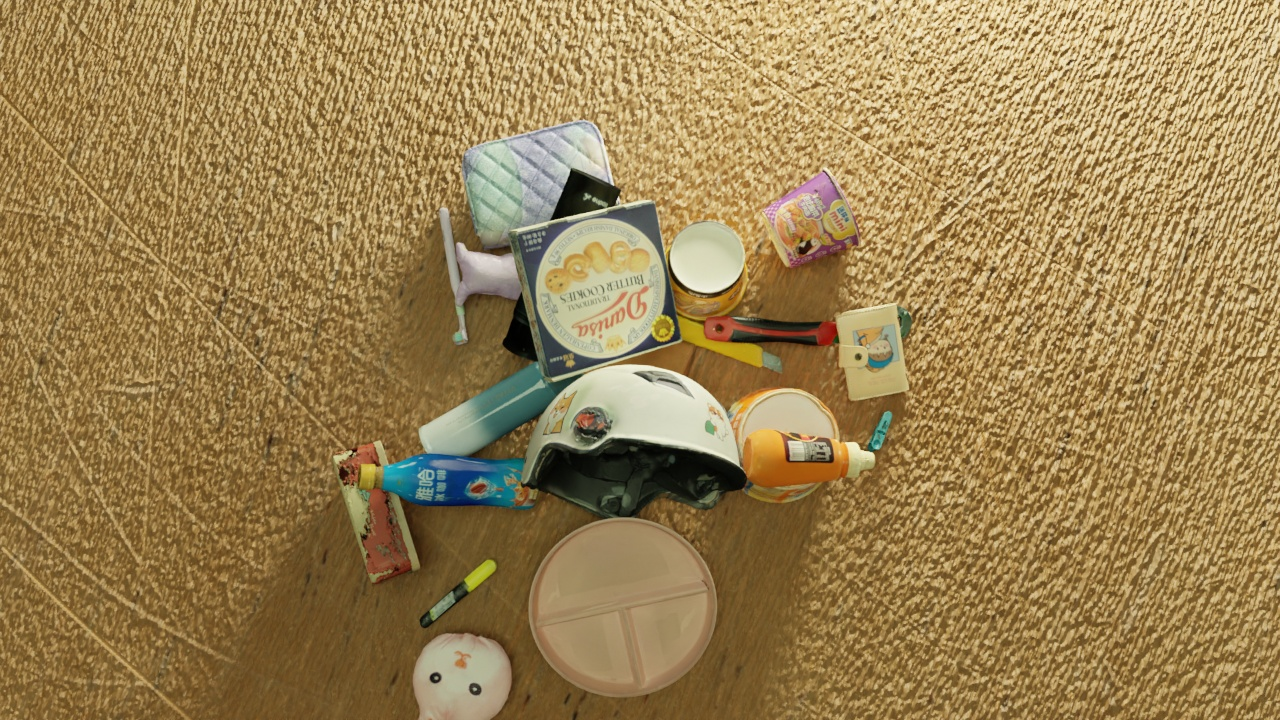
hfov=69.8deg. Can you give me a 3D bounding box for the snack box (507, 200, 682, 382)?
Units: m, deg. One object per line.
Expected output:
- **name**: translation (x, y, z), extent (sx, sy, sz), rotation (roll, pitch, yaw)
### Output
- **snack box**: translation (-0.051, -0.086, 1.105), extent (0.177, 0.046, 0.182), rotation (-17, 102, -22)

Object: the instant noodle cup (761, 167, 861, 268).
- **instant noodle cup**: translation (0.217, -0.176, 1.181), extent (0.099, 0.111, 0.111), rotation (-26, 82, 5)

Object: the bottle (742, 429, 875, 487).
- **bottle**: translation (0.194, 0.113, 1.047), extent (0.149, 0.067, 0.066), rotation (2, 81, -6)

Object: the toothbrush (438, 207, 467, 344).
- **toothbrush**: translation (-0.252, -0.115, 1.226), extent (0.021, 0.029, 0.189), rotation (-1, 77, -40)

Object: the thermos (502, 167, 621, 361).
- **thermos**: translation (-0.095, -0.116, 1.170), extent (0.090, 0.068, 0.243), rotation (14, 107, -35)

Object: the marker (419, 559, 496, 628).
- **marker**: translation (-0.232, 0.297, 1.167), extent (0.124, 0.015, 0.018), rotation (-41, 82, -1)

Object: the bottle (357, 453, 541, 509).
- **bottle**: translation (-0.232, 0.146, 1.122), extent (0.218, 0.065, 0.065), rotation (7, 81, -23)

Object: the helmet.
- **helmet**: translation (-0.008, 0.086, 1.087), extent (0.275, 0.230, 0.156), rotation (-23, 54, 37)

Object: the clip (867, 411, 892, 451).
- **clip**: translation (0.309, 0.092, 1.180), extent (0.014, 0.047, 0.057), rotation (26, 80, 6)

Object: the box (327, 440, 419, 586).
- **box**: translation (-0.337, 0.192, 1.138), extent (0.075, 0.091, 0.168), rotation (-17, 81, -22)

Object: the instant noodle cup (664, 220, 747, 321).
- **instant noodle cup**: translation (0.082, -0.118, 1.169), extent (0.118, 0.114, 0.118), rotation (0, 81, 1)

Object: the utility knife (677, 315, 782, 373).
- **utility knife**: translation (0.103, -0.022, 1.203), extent (0.181, 0.015, 0.033), rotation (21, 102, 3)

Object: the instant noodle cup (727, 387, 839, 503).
- **instant noodle cup**: translation (0.175, 0.101, 1.135), extent (0.151, 0.111, 0.151), rotation (0, 82, 1)

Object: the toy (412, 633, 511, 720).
- **toy**: translation (-0.225, 0.416, 1.132), extent (0.121, 0.054, 0.159), rotation (13, 90, 4)

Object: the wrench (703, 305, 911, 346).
- **wrench**: translation (0.218, -0.040, 1.192), extent (0.273, 0.016, 0.056), rotation (-2, 89, -4)

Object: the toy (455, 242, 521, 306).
- **toy**: translation (-0.189, -0.109, 1.204), extent (0.108, 0.039, 0.084), rotation (2, 104, -18)

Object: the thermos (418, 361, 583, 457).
- **thermos**: translation (-0.172, 0.058, 1.162), extent (0.220, 0.070, 0.070), rotation (-30, 82, 4)

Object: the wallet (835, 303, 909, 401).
- **wallet**: translation (0.295, -0.010, 1.180), extent (0.087, 0.024, 0.115), rotation (-11, 97, -7)

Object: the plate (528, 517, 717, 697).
- **plate**: translation (-0.021, 0.301, 1.127), extent (0.229, 0.028, 0.229), rotation (0, 98, -1)

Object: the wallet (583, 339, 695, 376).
- **wallet**: translation (-0.007, 0.007, 1.193), extent (0.132, 0.031, 0.107), rotation (19, 84, 9)

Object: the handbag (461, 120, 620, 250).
- **handbag**: translation (-0.131, -0.230, 1.212), extent (0.194, 0.075, 0.134), rotation (-13, 87, 1)
